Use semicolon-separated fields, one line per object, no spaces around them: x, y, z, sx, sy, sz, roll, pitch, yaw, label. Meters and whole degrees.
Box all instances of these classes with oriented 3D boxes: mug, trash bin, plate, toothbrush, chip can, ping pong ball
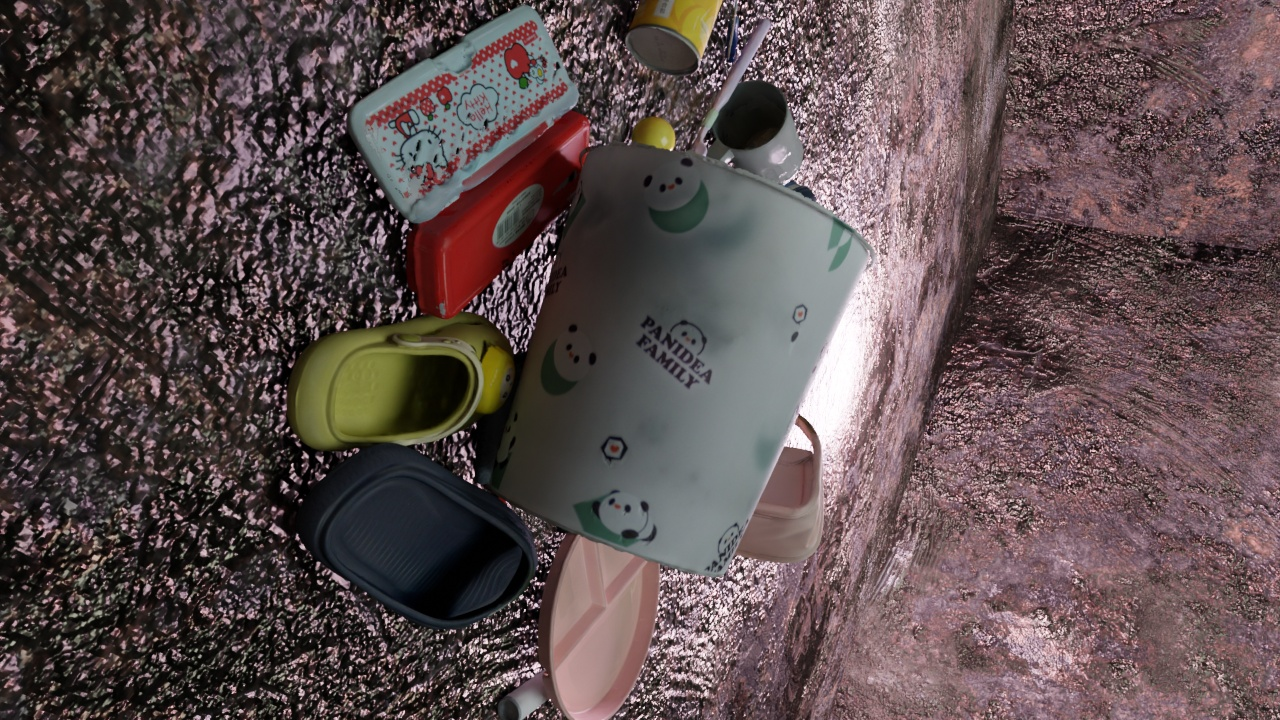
0.118;-0.231;1.014;0.124;0.083;0.103;-48;154;3;mug
0.019;0.005;0.672;0.229;0.230;0.252;27;83;-64;trash bin
-0.040;0.254;0.940;0.229;0.028;0.229;-9;100;-63;plate
0.096;-0.288;0.969;0.021;0.029;0.189;35;73;-28;toothbrush
0.053;-0.362;0.807;0.072;0.072;0.213;41;66;-62;chip can
0.012;-0.202;0.839;0.040;0.040;0.040;-39;136;-52;ping pong ball
-0.072;0.316;0.945;0.026;0.026;0.220;-42;166;24;toothbrush

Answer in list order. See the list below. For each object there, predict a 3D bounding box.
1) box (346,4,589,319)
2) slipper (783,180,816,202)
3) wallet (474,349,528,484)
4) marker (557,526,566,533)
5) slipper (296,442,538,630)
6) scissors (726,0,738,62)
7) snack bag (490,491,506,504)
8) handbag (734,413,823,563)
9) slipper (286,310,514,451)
-0.102;-0.139;0.630;0.200;0.060;0.161;-52;142;-42;box
0.172;-0.108;1.157;0.252;0.095;0.105;-70;156;-5;slipper
-0.098;0.040;0.767;0.120;0.019;0.097;-26;127;-60;wallet
-0.042;0.127;0.919;0.131;0.020;0.022;-44;157;-47;marker
-0.132;0.145;0.633;0.110;0.083;0.268;-45;151;-9;slipper
0.094;-0.352;0.905;0.176;0.012;0.162;72;26;-78;scissors
-0.125;0.150;0.756;0.045;0.026;0.105;-42;141;-54;snack bag
0.132;0.122;1.098;0.233;0.193;0.093;-62;155;-48;handbag
-0.139;0.021;0.602;0.190;0.082;0.092;-11;114;-60;slipper
